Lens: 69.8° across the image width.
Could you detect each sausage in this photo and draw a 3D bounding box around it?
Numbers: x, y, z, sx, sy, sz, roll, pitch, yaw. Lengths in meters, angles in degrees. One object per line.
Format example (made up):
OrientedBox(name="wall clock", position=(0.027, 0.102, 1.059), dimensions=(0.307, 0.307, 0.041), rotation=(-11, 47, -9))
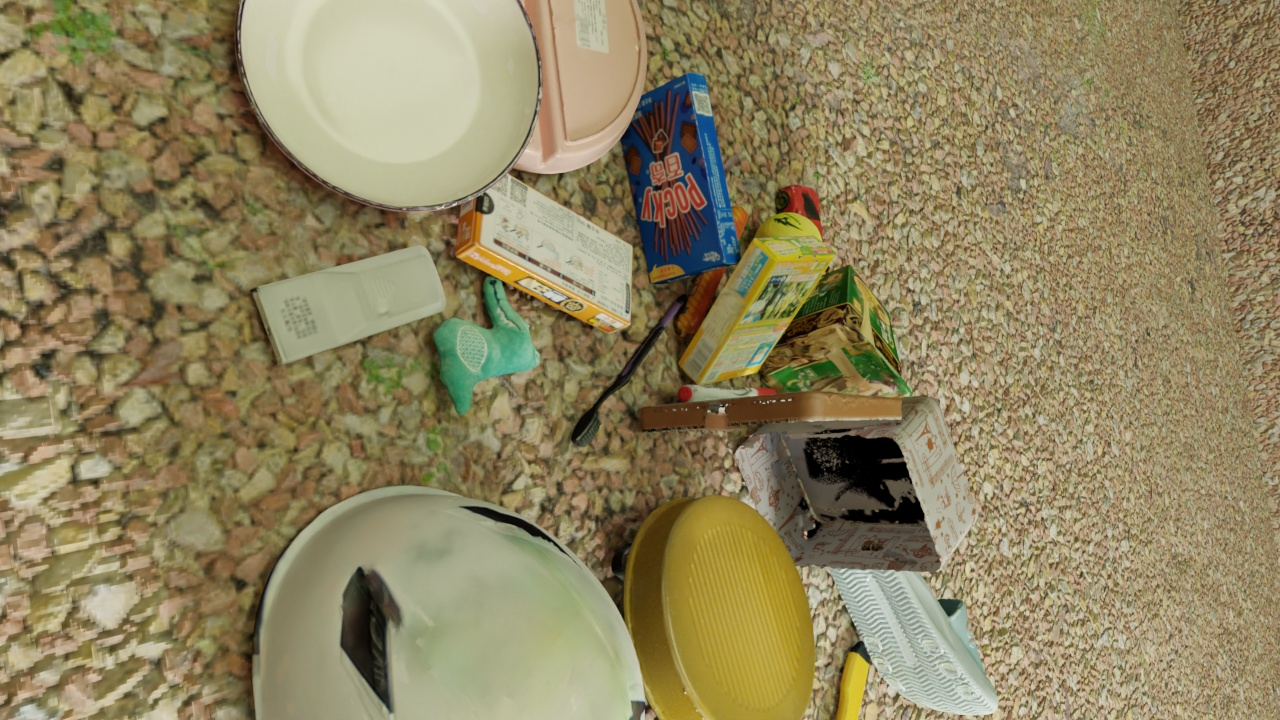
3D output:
OrientedBox(name="sausage", position=(0.067, -0.084, 0.833), dimensions=(0.021, 0.022, 0.164), rotation=(45, 53, -29))

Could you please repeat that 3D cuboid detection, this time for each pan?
OrientedBox(name="pan", position=(0.072, 0.280, 0.698), dimensions=(0.197, 0.078, 0.357), rotation=(3, 68, -50))

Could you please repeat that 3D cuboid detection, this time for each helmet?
OrientedBox(name="helmet", position=(-0.091, 0.195, 0.535), dimensions=(0.228, 0.146, 0.259), rotation=(-31, 103, -44))

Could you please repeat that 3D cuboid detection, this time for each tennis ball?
OrientedBox(name="tennis ball", position=(0.141, -0.109, 0.880), dimensions=(0.065, 0.066, 0.065), rotation=(11, 75, -43))

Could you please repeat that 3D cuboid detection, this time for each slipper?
OrientedBox(name="slipper", position=(0.271, 0.255, 0.917), dimensions=(0.074, 0.104, 0.245), rotation=(-44, 106, -42))

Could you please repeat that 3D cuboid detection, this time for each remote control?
OrientedBox(name="remote control", position=(-0.179, -0.038, 0.580), dimensions=(0.124, 0.024, 0.049), rotation=(-25, 100, -44))

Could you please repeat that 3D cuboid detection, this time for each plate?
OrientedBox(name="plate", position=(-0.085, -0.257, 0.693), dimensions=(0.229, 0.028, 0.229), rotation=(7, 78, -36))
OrientedBox(name="plate", position=(-0.159, -0.189, 0.594), dimensions=(0.192, 0.039, 0.192), rotation=(1, 89, -27))

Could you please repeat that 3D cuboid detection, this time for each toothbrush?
OrientedBox(name="toothbrush", position=(-0.004, 0.004, 0.752), dimensions=(0.188, 0.014, 0.017), rotation=(-53, 126, -37))

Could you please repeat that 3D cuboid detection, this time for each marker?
OrientedBox(name="marker", position=(0.079, 0.031, 0.812), dimensions=(0.145, 0.017, 0.017), rotation=(5, 79, -53))

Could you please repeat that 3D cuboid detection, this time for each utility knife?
OrientedBox(name="utility knife", position=(0.184, 0.370, 0.864), dimensions=(0.033, 0.015, 0.222), rotation=(46, 51, -30))

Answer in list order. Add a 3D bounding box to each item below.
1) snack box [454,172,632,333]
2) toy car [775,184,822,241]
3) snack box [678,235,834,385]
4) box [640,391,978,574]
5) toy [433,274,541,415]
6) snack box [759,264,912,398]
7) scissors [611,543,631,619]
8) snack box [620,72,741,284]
OrientedBox(name="snack box", position=(-0.067, -0.082, 0.689), dimensions=(0.153, 0.026, 0.075), rotation=(26, 54, -39))
OrientedBox(name="toy car", position=(0.166, -0.126, 0.935), dimensions=(0.049, 0.031, 0.106), rotation=(3, 82, -43))
OrientedBox(name="snack box", position=(0.098, -0.042, 0.783), dimensions=(0.086, 0.141, 0.033), rotation=(-11, 52, -45))
OrientedBox(name="box", position=(0.148, 0.078, 0.771), dimensions=(0.269, 0.180, 0.135), rotation=(40, 58, -32))
OrientedBox(name="toy", position=(-0.108, -0.013, 0.644), dimensions=(0.091, 0.030, 0.096), rotation=(-10, 81, -50))
OrientedBox(name="snack box", position=(0.187, -0.020, 0.884), dimensions=(0.117, 0.118, 0.105), rotation=(44, 44, -29))
OrientedBox(name="scissors", position=(0.029, 0.203, 0.747), dimensions=(0.163, 0.014, 0.164), rotation=(-29, 104, -44))
OrientedBox(name="snack box", position=(0.031, -0.148, 0.765), dimensions=(0.026, 0.085, 0.157), rotation=(-12, 90, -45))
